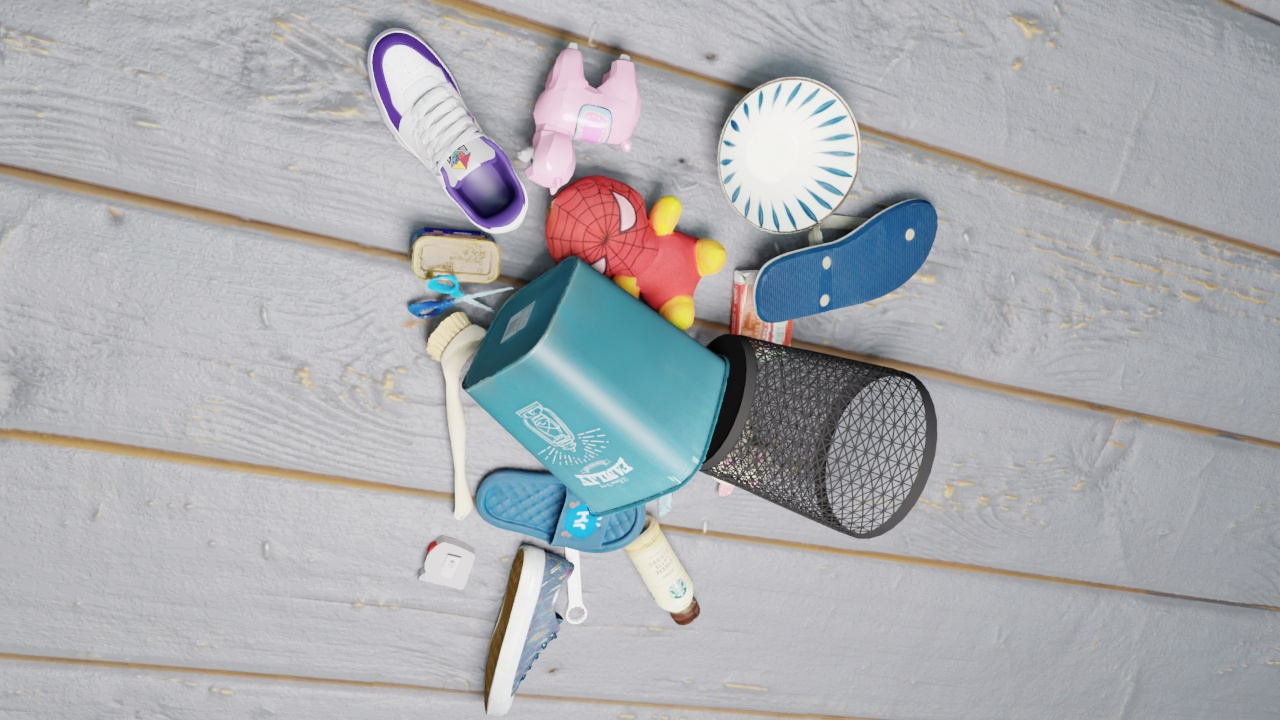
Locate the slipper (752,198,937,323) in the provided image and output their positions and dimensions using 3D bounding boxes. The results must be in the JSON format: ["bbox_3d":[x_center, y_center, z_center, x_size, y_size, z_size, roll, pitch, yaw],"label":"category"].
[{"bbox_3d":[0.250,-0.123,1.145,0.294,0.060,0.118,-21,117,-24],"label":"slipper"}]

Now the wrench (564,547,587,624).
[{"bbox_3d":[-0.091,0.223,1.195,0.047,0.009,0.274,-7,109,-13],"label":"wrench"}]

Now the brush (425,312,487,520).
[{"bbox_3d":[-0.216,0.071,1.091,0.061,0.077,0.273,-23,125,-46],"label":"brush"}]

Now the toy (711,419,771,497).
[{"bbox_3d":[0.130,0.132,1.208,0.087,0.050,0.112,-2,113,-15],"label":"toy"}]

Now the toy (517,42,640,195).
[{"bbox_3d":[-0.066,-0.258,0.999,0.123,0.067,0.157,9,84,-16],"label":"toy"}]

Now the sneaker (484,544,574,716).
[{"bbox_3d":[-0.144,0.354,1.182,0.079,0.087,0.235,13,100,-17],"label":"sneaker"}]

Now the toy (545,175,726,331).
[{"bbox_3d":[-0.014,-0.128,1.056,0.216,0.099,0.147,28,88,-22],"label":"toy"}]

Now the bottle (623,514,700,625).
[{"bbox_3d":[0.029,0.282,1.220,0.056,0.056,0.162,-30,112,-4],"label":"bottle"}]

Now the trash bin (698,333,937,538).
[{"bbox_3d":[0.187,0.081,1.108,0.243,0.217,0.217,18,101,-21],"label":"trash bin"}]

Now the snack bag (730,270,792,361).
[{"bbox_3d":[0.154,-0.057,1.157,0.077,0.036,0.116,-2,108,-14],"label":"snack bag"}]

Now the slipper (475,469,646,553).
[{"bbox_3d":[-0.100,0.192,1.143,0.213,0.059,0.104,10,108,-5],"label":"slipper"}]

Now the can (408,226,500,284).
[{"bbox_3d":[-0.209,-0.117,1.028,0.099,0.059,0.054,3,106,-15],"label":"can"}]

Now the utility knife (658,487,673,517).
[{"bbox_3d":[0.034,0.117,1.184,0.028,0.020,0.203,-3,115,-10],"label":"utility knife"}]

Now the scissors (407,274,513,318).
[{"bbox_3d":[-0.209,-0.070,1.036,0.134,0.127,0.014,-18,72,26],"label":"scissors"}]

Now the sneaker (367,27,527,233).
[{"bbox_3d":[-0.201,-0.232,0.964,0.092,0.111,0.244,-36,113,-2],"label":"sneaker"}]

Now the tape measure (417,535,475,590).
[{"bbox_3d":[-0.243,0.256,1.159,0.060,0.020,0.062,19,101,-20],"label":"tape measure"}]

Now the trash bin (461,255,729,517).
[{"bbox_3d":[-0.054,0.024,1.013,0.218,0.198,0.197,40,136,-24],"label":"trash bin"}]

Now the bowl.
[{"bbox_3d":[0.164,-0.242,1.082,0.177,0.071,0.177,-4,109,-13],"label":"bowl"}]
